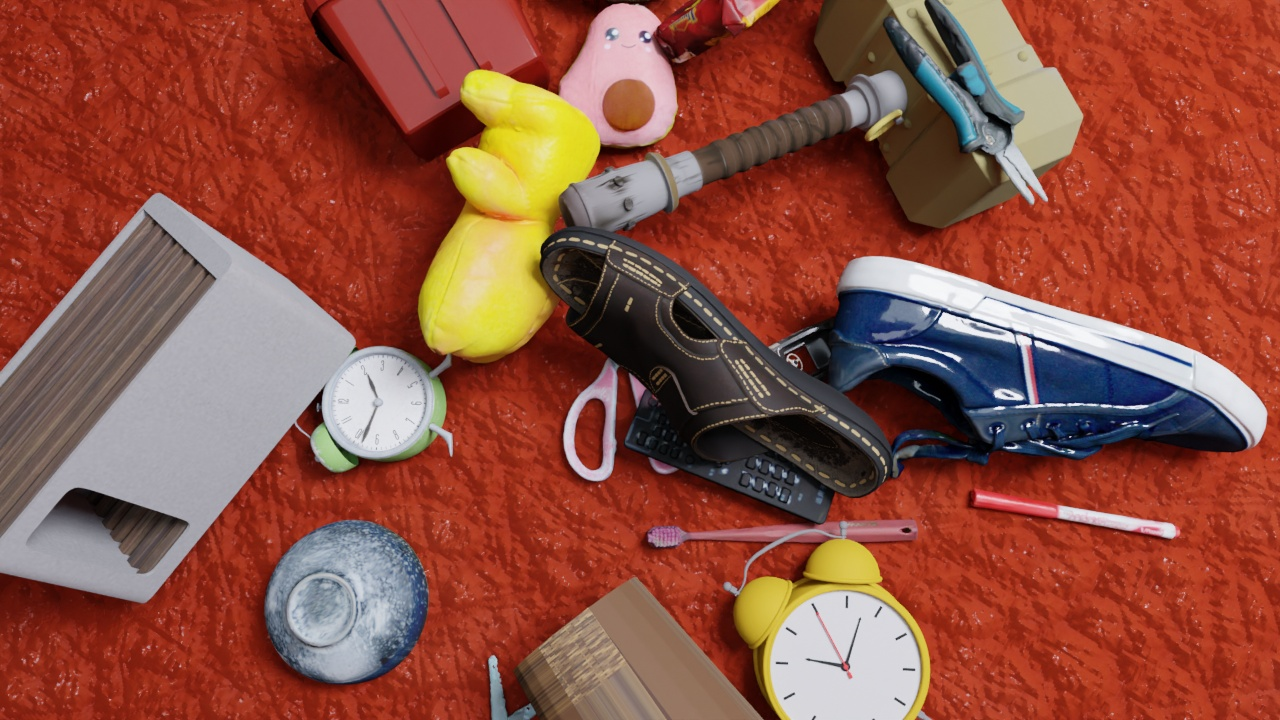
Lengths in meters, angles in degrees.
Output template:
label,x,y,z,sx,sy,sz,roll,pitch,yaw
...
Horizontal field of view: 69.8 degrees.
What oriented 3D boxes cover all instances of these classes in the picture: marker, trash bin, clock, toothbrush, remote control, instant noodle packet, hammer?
label,x,y,z,sx,sy,sz,roll,pitch,yaw
marker,0.303,0.108,0.642,0.142,0.013,0.012,10,82,4
trash bin,-0.326,0.027,0.608,0.114,0.114,0.228,34,84,33
clock,0.128,0.190,0.618,0.113,0.052,0.152,-27,85,-2
toothbrush,0.099,0.122,0.645,0.190,0.016,0.016,-2,81,2
remote control,0.065,0.068,0.646,0.150,0.022,0.047,22,78,1
instant noodle packet,0.079,-0.264,0.652,0.135,0.099,0.040,-42,113,-22
hammer,0.099,-0.153,0.614,0.324,0.101,0.190,-23,81,-12
clock,-0.190,0.033,0.658,0.119,0.042,0.094,-1,80,2

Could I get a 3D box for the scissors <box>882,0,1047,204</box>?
label,x,y,z,sx,sy,sz,roll,pitch,yaw
scissors,0.207,-0.166,0.568,0.127,0.019,0.142,12,78,-5

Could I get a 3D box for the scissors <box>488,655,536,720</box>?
label,x,y,z,sx,sy,sz,roll,pitch,yaw
scissors,-0.100,0.281,0.633,0.135,0.015,0.133,-36,83,3

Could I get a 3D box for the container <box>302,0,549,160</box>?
label,x,y,z,sx,sy,sz,roll,pitch,yaw
container,-0.166,-0.266,0.659,0.148,0.127,0.201,-31,91,-2

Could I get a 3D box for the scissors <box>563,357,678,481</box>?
label,x,y,z,sx,sy,sz,roll,pitch,yaw
scissors,-0.027,0.003,0.670,0.103,0.016,0.178,-15,82,-1

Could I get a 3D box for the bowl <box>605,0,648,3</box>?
label,x,y,z,sx,sy,sz,roll,pitch,yaw
bowl,-0.011,-0.339,0.702,0.152,0.050,0.152,0,81,2

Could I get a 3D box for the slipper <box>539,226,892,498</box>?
label,x,y,z,sx,sy,sz,roll,pitch,yaw
slipper,0.041,0.015,0.583,0.268,0.113,0.075,36,60,-6

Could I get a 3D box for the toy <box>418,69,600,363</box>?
label,x,y,z,sx,sy,sz,roll,pitch,yaw
toy,-0.086,-0.090,0.626,0.087,0.134,0.193,14,87,7

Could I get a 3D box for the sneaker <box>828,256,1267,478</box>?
label,x,y,z,sx,sy,sz,roll,pitch,yaw
sneaker,0.258,0.034,0.607,0.294,0.121,0.127,17,83,-2

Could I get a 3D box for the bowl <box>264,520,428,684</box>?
label,x,y,z,sx,sy,sz,roll,pitch,yaw
bowl,-0.209,0.169,0.630,0.114,0.061,0.114,0,83,3

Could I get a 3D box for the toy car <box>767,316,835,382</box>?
label,x,y,z,sx,sy,sz,roll,pitch,yaw
toy car,0.117,-0.001,0.652,0.092,0.037,0.040,-27,81,-2

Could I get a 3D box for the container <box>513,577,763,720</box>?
label,x,y,z,sx,sy,sz,roll,pitch,yaw
container,0.008,0.236,0.582,0.132,0.132,0.167,-38,76,-4

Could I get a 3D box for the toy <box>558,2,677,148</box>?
label,x,y,z,sx,sy,sz,roll,pitch,yaw
toy,-0.016,-0.212,0.682,0.090,0.051,0.110,4,79,-2
